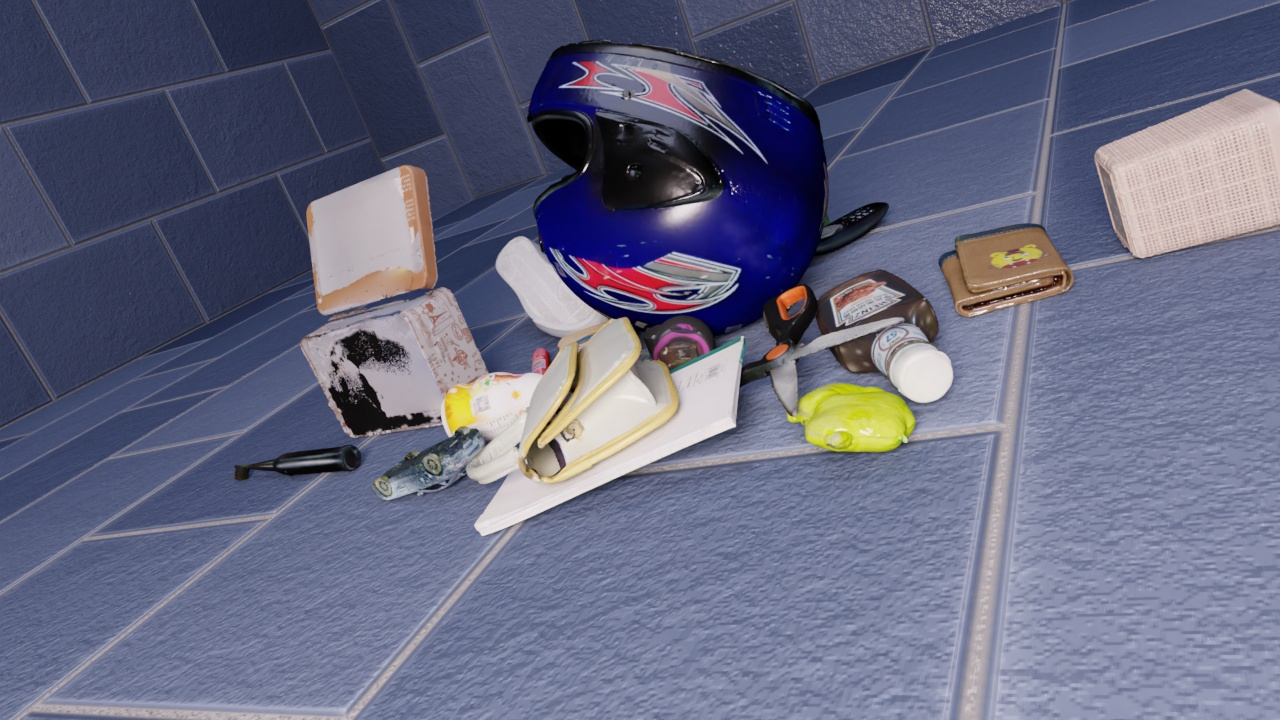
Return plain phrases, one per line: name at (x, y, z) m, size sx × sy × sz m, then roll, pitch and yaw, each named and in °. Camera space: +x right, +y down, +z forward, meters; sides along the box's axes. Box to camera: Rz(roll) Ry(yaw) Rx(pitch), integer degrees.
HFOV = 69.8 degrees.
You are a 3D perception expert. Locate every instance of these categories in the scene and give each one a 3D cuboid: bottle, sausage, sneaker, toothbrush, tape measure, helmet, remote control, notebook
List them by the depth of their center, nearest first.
bottle at (0.182, -0.019, 0.680) m, size 0.080 × 0.044 × 0.194 m, roll -26°, pitch 17°, yaw 8°
notebook at (-0.017, 0.053, 0.696) m, size 0.209 × 0.012 × 0.150 m, roll -26°, pitch 16°, yaw 19°
tape measure at (0.036, -0.009, 0.799) m, size 0.058 × 0.057 × 0.039 m, roll -15°, pitch 22°, yaw 13°
bottle at (-0.122, 0.040, 0.830) m, size 0.108 × 0.063 × 0.063 m, roll -18°, pitch 18°, yaw 11°
helmet at (0.016, -0.149, 0.883) m, size 0.316 × 0.240 × 0.247 m, roll 19°, pitch -6°, yaw 18°
sausage at (-0.104, 0.013, 0.960) m, size 0.020 × 0.020 × 0.155 m, roll -21°, pitch 17°, yaw 0°
toothbrush at (-0.372, 0.111, 0.975) m, size 0.213 × 0.027 × 0.026 m, roll -10°, pitch -23°, yaw 36°
remote control at (0.225, -0.143, 1.033) m, size 0.136 × 0.024 × 0.053 m, roll -30°, pitch 21°, yaw -21°
sneaker at (-0.096, -0.077, 1.144) m, size 0.089 × 0.090 × 0.242 m, roll -51°, pitch 40°, yaw 1°

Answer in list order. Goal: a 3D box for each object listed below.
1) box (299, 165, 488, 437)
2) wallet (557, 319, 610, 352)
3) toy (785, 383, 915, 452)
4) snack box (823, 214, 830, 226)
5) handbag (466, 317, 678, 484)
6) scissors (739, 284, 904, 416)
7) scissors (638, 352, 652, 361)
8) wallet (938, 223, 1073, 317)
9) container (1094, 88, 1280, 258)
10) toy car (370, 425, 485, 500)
box at (-0.278, -0.061, 0.986) m, size 0.179 × 0.259 × 0.110 m, roll -9°, pitch 19°, yaw 33°
wallet at (-0.046, -0.015, 0.975) m, size 0.087 × 0.024 × 0.115 m, roll -26°, pitch 17°, yaw 2°
toy at (0.137, 0.035, 0.591) m, size 0.096 × 0.031 × 0.100 m, roll -17°, pitch 16°, yaw -32°
snack box at (0.139, -0.166, 1.085) m, size 0.118 × 0.117 × 0.106 m, roll -25°, pitch 6°, yaw -20°
handbag at (-0.065, 0.041, 0.701) m, size 0.179 × 0.063 × 0.163 m, roll -33°, pitch 12°, yaw 4°
scissors at (0.099, 0.000, 0.697) m, size 0.235 × 0.022 × 0.220 m, roll -26°, pitch 18°, yaw 32°
scissors at (-0.003, 0.005, 0.879) m, size 0.137 × 0.017 × 0.073 m, roll -21°, pitch 17°, yaw -12°
wallet at (0.293, -0.075, 0.746) m, size 0.090 × 0.033 × 0.115 m, roll -14°, pitch 22°, yaw 18°
container at (0.416, -0.137, 0.694) m, size 0.111 × 0.090 × 0.090 m, roll -18°, pitch 18°, yaw 22°
toy car at (-0.181, 0.093, 0.790) m, size 0.121 × 0.037 × 0.054 m, roll -21°, pitch 15°, yaw 35°
